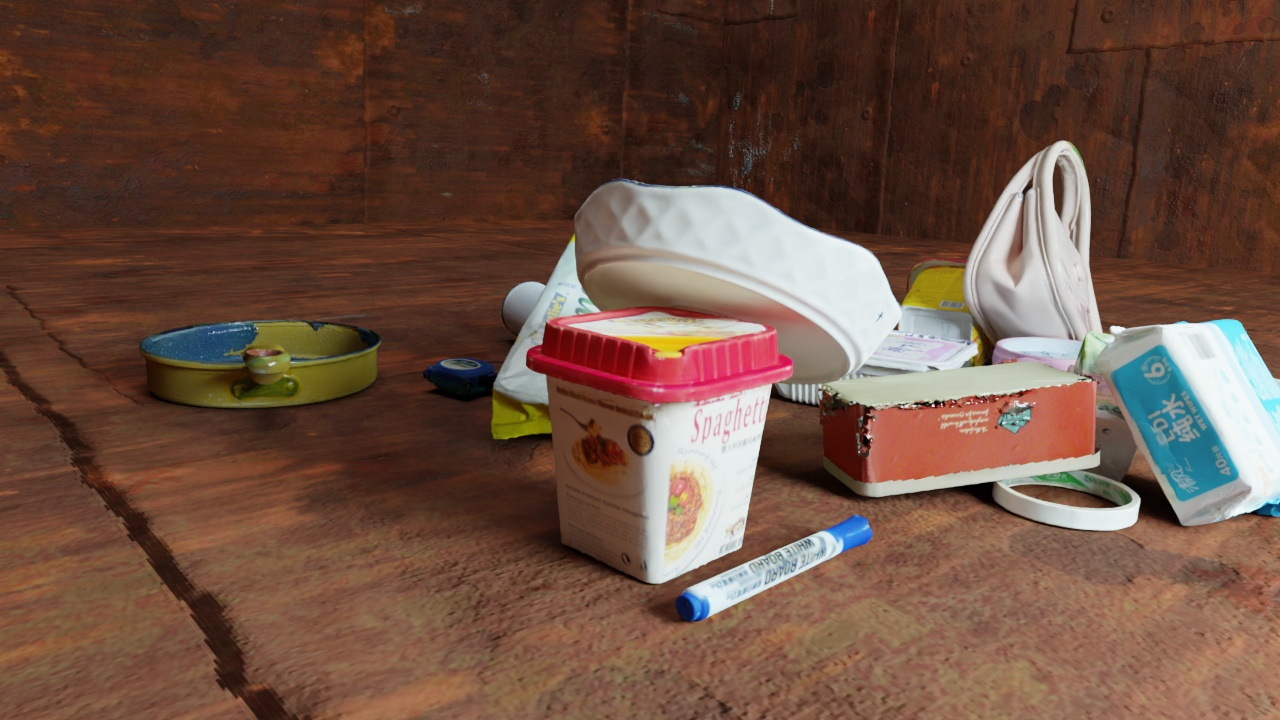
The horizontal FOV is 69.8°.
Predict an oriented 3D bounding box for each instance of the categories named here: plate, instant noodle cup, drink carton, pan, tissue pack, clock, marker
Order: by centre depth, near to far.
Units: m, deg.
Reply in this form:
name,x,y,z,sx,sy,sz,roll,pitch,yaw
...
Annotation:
name,x,y,z,sx,sy,sz,roll,pitch,yaw
marker,0.072,0.104,0.466,0.145,0.017,0.017,-10,17,-43
instant noodle cup,0.009,0.041,0.490,0.117,0.124,0.116,13,17,42
plate,0.051,-0.038,0.558,0.205,0.045,0.205,19,-15,5
tissue pack,0.359,0.036,0.584,0.089,0.140,0.063,-4,-26,-29
drink carton,0.337,0.031,0.673,0.045,0.054,0.122,12,35,20
pan,-0.302,-0.002,0.741,0.197,0.078,0.357,-3,13,-22
clock,0.365,0.020,0.803,0.117,0.060,0.158,4,15,11
instant noodle cup,0.202,0.008,0.829,0.174,0.060,0.137,11,15,30
instant noodle cup,0.328,-0.039,0.973,0.116,0.116,0.123,9,26,30

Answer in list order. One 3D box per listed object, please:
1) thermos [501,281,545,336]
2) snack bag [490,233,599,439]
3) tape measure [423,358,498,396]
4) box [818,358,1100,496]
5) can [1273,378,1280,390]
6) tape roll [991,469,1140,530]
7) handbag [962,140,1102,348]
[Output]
name,x,y,z,sx,sy,sz,roll,pitch,yaw
thermos,-0.078,-0.034,0.958,0.073,0.073,0.224,-4,14,-25
snack bag,-0.002,-0.024,0.720,0.158,0.068,0.245,7,48,18
tape measure,-0.156,0.015,0.812,0.058,0.025,0.054,15,16,33
box,0.210,0.034,0.617,0.168,0.077,0.091,-6,10,-7
can,0.498,0.048,0.699,0.058,0.058,0.146,0,12,-8
tape roll,0.270,0.086,0.586,0.086,0.014,0.085,2,12,-1
handbag,0.415,-0.114,0.928,0.094,0.233,0.193,-1,-31,40
